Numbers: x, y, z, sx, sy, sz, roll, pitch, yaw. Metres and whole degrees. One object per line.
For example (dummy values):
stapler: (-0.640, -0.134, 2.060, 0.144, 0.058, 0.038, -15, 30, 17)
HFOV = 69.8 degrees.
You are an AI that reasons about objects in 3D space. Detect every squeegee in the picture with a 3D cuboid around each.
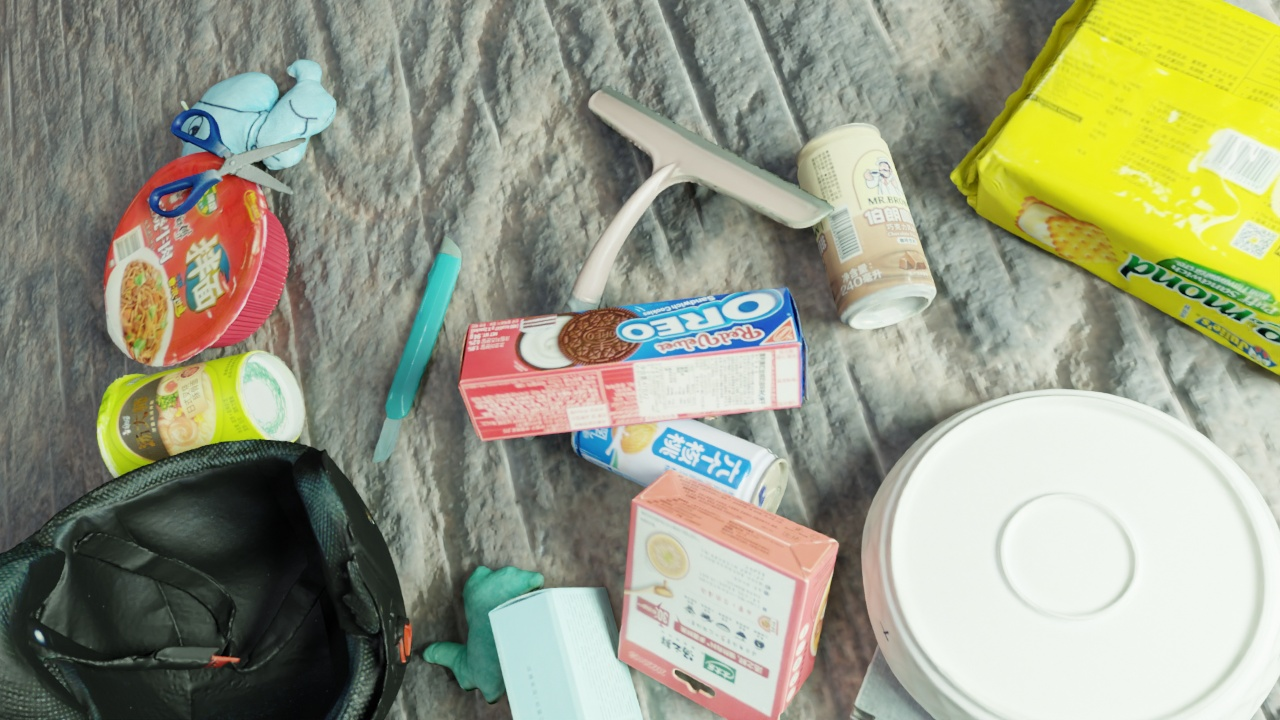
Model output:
squeegee: (-0.028, -0.051, 0.632, 0.248, 0.040, 0.250, 40, 104, 41)

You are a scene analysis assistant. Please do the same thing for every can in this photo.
can: (0.024, 0.061, 0.587, 0.135, 0.053, 0.053, 21, 87, 28)
can: (0.137, -0.082, 0.564, 0.059, 0.058, 0.116, -19, 70, 20)

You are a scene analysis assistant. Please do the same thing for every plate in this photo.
plate: (0.216, 0.104, 0.468, 0.205, 0.045, 0.204, -8, 63, 16)

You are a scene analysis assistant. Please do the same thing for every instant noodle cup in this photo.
instant noodle cup: (-0.346, 0.046, 0.741, 0.123, 0.111, 0.111, -19, 70, 12)
instant noodle cup: (-0.380, -0.083, 0.806, 0.194, 0.065, 0.193, -6, 76, 23)

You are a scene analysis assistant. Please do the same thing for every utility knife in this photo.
utility knife: (-0.175, -0.008, 0.719, 0.029, 0.013, 0.186, 15, 83, 29)

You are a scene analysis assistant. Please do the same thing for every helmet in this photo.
helmet: (-0.266, 0.185, 0.591, 0.233, 0.231, 0.274, -17, 58, -10)

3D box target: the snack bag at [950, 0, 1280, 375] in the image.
snack bag: (0.306, -0.105, 0.486, 0.246, 0.068, 0.158, 37, 95, 26)

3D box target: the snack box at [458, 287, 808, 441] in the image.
snack box: (-0.003, 0.003, 0.569, 0.207, 0.058, 0.057, -6, 43, 4)

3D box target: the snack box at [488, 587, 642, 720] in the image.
snack box: (-0.035, 0.228, 0.564, 0.052, 0.074, 0.174, -24, 69, 18)

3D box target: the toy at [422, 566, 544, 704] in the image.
toy: (-0.110, 0.188, 0.635, 0.097, 0.030, 0.091, -4, 74, 30)

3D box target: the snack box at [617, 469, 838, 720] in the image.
snack box: (0.048, 0.144, 0.543, 0.113, 0.044, 0.127, 21, 122, 27)

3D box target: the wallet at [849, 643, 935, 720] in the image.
wallet: (0.191, 0.177, 0.492, 0.130, 0.037, 0.106, 20, 76, 27)

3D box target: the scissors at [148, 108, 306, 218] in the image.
scissors: (-0.351, -0.169, 0.770, 0.162, 0.012, 0.163, -32, 66, 13)

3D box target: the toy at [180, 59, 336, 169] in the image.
toy: (-0.358, -0.216, 0.836, 0.156, 0.050, 0.161, 35, 89, 25)
